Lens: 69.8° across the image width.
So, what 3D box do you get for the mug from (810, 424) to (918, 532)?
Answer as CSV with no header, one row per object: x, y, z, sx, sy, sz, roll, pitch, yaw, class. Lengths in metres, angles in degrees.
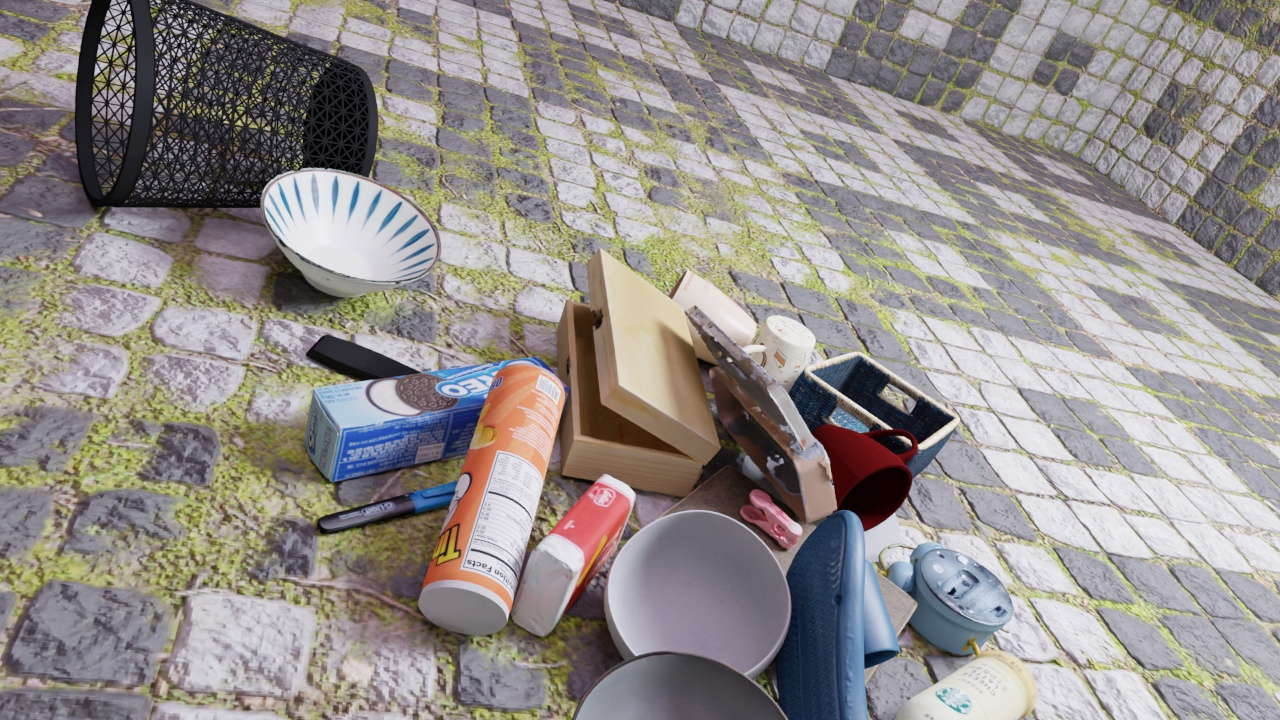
0.206,0.096,0.870,0.114,0.087,0.088,-30,45,-5,mug

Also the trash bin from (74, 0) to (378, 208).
-0.424,-0.255,0.957,0.242,0.217,0.217,1,37,-44,trash bin

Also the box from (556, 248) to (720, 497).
-0.002,0.004,0.899,0.140,0.123,0.248,10,33,-12,box

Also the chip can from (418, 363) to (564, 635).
-0.107,0.097,0.693,0.062,0.062,0.209,18,45,-8,chip can

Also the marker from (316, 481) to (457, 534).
-0.189,0.113,0.708,0.122,0.015,0.018,-10,44,-41,marker

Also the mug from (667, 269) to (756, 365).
0.074,-0.043,1.077,0.104,0.085,0.111,31,1,-4,mug

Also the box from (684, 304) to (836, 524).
0.105,0.041,0.858,0.058,0.154,0.216,-23,27,-7,box

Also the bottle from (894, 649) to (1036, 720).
0.240,0.272,0.699,0.161,0.057,0.056,-8,42,-41,bottle

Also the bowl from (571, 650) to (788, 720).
0.024,0.260,0.567,0.150,0.057,0.150,10,42,-10,bowl

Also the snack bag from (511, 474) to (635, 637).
-0.048,0.144,0.689,0.036,0.077,0.115,28,31,12,snack bag

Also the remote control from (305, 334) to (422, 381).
-0.241,0.008,0.842,0.124,0.010,0.039,22,30,-3,remote control

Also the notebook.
0.105,0.189,0.765,0.215,0.035,0.189,36,34,22,notebook

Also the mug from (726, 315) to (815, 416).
0.130,0.007,1.005,0.121,0.097,0.081,-3,39,-36,mug

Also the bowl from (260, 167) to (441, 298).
-0.297,-0.113,0.927,0.177,0.071,0.177,21,36,-16,bowl

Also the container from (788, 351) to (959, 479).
0.247,0.066,0.992,0.145,0.071,0.187,37,23,22,container

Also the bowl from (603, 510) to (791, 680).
0.040,0.184,0.678,0.132,0.064,0.131,1,56,-2,bowl

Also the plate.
0.186,0.132,0.922,0.172,0.019,0.172,17,31,-11,plate

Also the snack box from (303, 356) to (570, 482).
-0.168,0.046,0.786,0.225,0.060,0.059,-8,39,-41,snack box

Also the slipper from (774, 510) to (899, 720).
0.138,0.213,0.654,0.059,0.104,0.213,19,57,-18,slipper

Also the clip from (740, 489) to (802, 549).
0.111,0.141,0.791,0.059,0.038,0.022,38,31,27,clip

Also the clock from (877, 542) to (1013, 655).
0.271,0.208,0.827,0.088,0.052,0.124,-15,46,-44,clock
